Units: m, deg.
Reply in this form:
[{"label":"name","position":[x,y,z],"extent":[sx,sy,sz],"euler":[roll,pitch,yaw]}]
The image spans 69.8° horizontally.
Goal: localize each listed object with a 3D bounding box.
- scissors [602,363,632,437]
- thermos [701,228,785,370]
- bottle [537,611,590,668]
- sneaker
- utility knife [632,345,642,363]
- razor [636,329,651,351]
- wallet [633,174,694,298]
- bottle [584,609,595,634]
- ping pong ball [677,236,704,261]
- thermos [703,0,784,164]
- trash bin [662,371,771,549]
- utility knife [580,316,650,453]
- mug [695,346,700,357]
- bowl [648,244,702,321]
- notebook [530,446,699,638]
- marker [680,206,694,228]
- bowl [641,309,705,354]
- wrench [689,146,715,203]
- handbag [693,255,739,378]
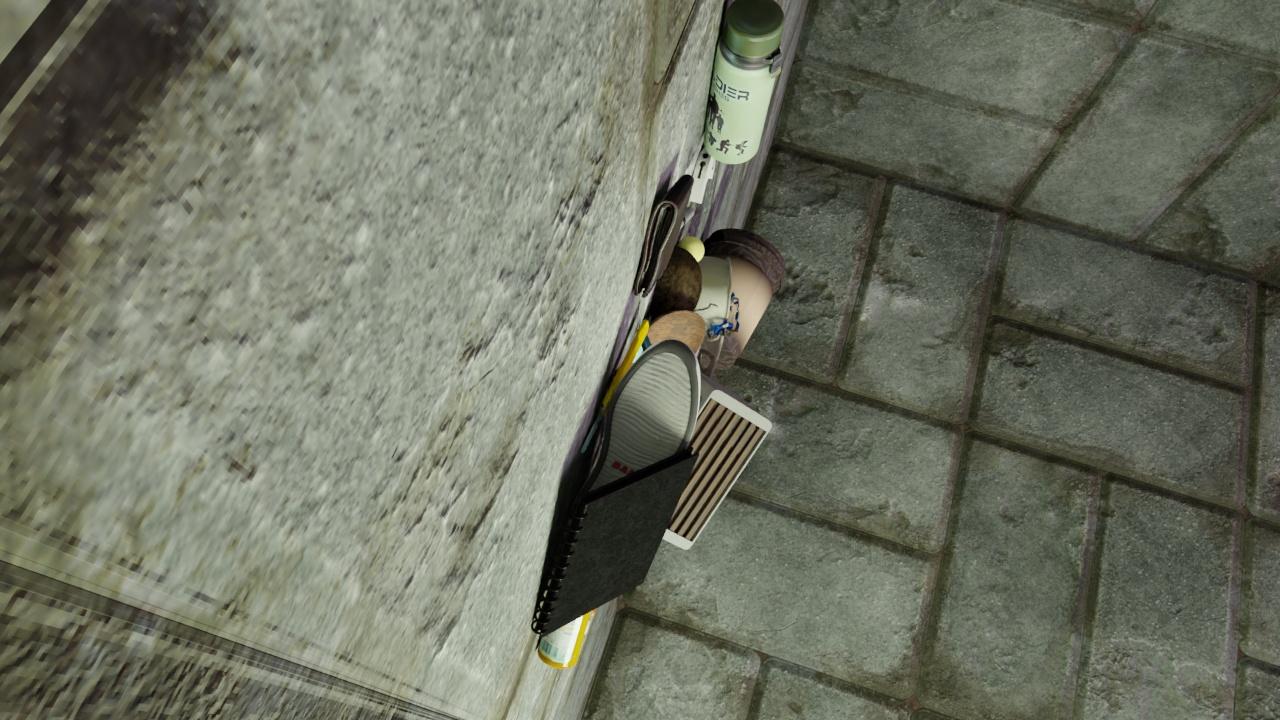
[{"label":"scissors","position":[-0.030,0.071,1.156],"extent":[0.147,0.019,0.132],"euler":[-67,171,-52]},{"label":"thermos","position":[0.157,-0.110,1.716],"extent":[0.173,0.173,0.225],"euler":[96,19,-62]},{"label":"bottle","position":[-0.082,0.290,1.142],"extent":[0.053,0.053,0.186],"euler":[-51,157,-75]},{"label":"sneaker","position":[0.004,0.083,1.066],"extent":[0.128,0.097,0.264],"euler":[-63,177,-66]},{"label":"utility knife","position":[-0.007,0.007,1.199],"extent":[0.022,0.015,0.120],"euler":[-35,144,-56]},{"label":"razor","position":[0.021,0.024,1.136],"extent":[0.042,0.022,0.143],"euler":[128,-48,-55]},{"label":"wallet","position":[0.025,-0.139,1.020],"extent":[0.099,0.031,0.120],"euler":[-58,167,-58]},{"label":"bottle","position":[-0.066,0.305,1.304],"extent":[0.059,0.059,0.166],"euler":[95,14,-64]},{"label":"ping pong ball","position":[0.073,-0.160,1.331],"extent":[0.040,0.040,0.040],"euler":[19,88,-84]},{"label":"thermos","position":[0.128,-0.337,1.121],"extent":[0.232,0.082,0.082],"euler":[95,13,-66]},{"label":"trash bin","position":[0.071,0.144,1.375],"extent":[0.229,0.114,0.114],"euler":[-57,-156,5]},{"label":"utility knife","position":[-0.027,0.026,1.052],"extent":[0.031,0.018,0.206],"euler":[93,16,-52]},{"label":"mug","position":[0.042,0.013,1.333],"extent":[0.105,0.073,0.089],"euler":[74,31,-51]},{"label":"bowl","position":[0.055,-0.095,1.276],"extent":[0.121,0.056,0.121],"euler":[19,88,-84]},{"label":"notebook","position":[-0.032,0.205,1.015],"extent":[0.168,0.019,0.232],"euler":[-19,141,-39]},{"label":"marker","position":[0.055,-0.187,1.206],"extent":[0.140,0.016,0.016],"euler":[-57,163,-70]},{"label":"bowl","position":[0.035,-0.030,1.240],"extent":[0.114,0.026,0.102],"euler":[0,123,-42]},{"label":"wrench","position":[0.113,-0.353,1.271],"extent":[0.086,0.018,0.273],"euler":[-29,135,-79]},{"label":"handbag","position":[0.108,-0.063,1.462],"extent":[0.200,0.093,0.200],"euler":[-82,175,-66]}]
